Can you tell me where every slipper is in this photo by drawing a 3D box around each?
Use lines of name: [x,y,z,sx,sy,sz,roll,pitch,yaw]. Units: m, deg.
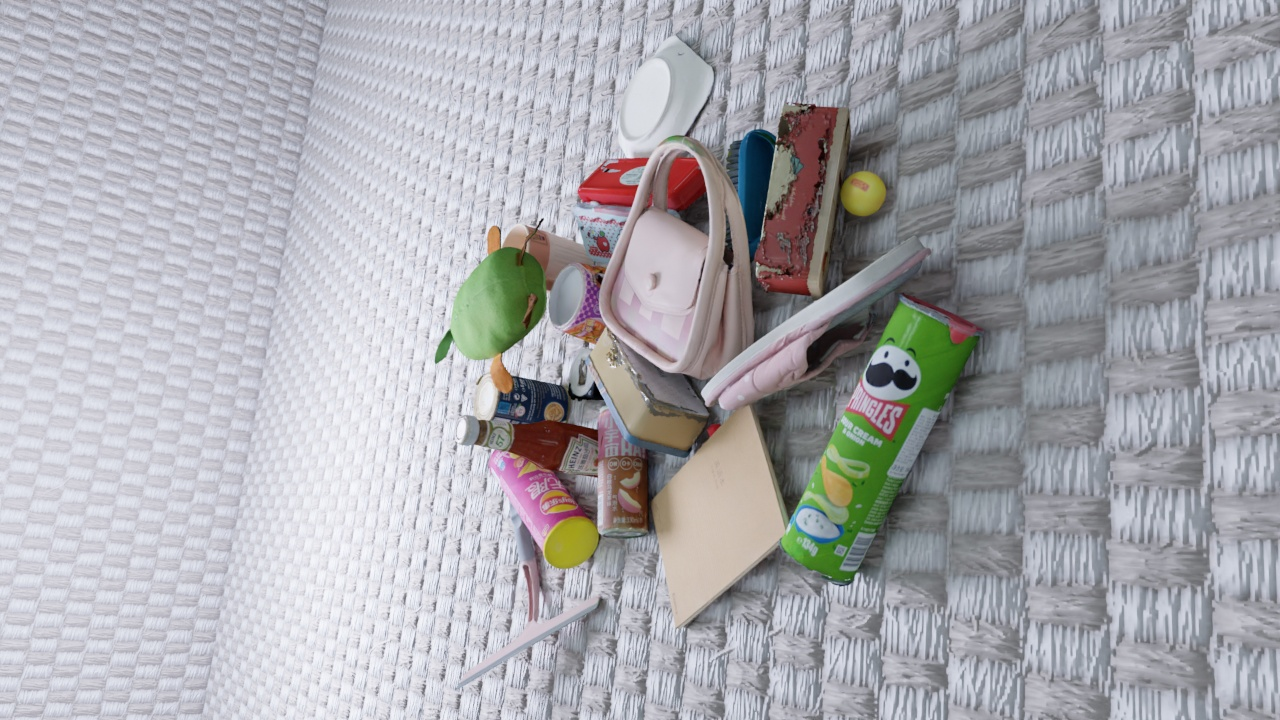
slipper: [0.152,-0.018,0.810,0.054,0.113,0.275,55,136,6]

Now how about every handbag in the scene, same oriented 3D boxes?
handbag: [0.042,-0.115,0.952,0.193,0.093,0.234,40,130,51]

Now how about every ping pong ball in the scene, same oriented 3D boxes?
ping pong ball: [0.202,-0.152,0.834,0.040,0.040,0.040,-24,59,50]

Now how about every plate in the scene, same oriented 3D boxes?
plate: [0.017,-0.325,1.168,0.164,0.034,0.164,-59,39,24]

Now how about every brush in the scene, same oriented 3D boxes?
brush: [0.125,-0.172,0.940,0.074,0.055,0.143,-17,65,52]

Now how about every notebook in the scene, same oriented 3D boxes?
notebook: [0.073,0.156,0.919,0.212,0.012,0.149,-53,38,43]

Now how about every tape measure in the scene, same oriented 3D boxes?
tape measure: [-0.061,0.018,1.164,0.066,0.033,0.066,-5,75,53]

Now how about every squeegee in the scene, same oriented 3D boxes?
squeegee: [-0.151,0.270,1.203,0.248,0.040,0.249,-36,44,24]

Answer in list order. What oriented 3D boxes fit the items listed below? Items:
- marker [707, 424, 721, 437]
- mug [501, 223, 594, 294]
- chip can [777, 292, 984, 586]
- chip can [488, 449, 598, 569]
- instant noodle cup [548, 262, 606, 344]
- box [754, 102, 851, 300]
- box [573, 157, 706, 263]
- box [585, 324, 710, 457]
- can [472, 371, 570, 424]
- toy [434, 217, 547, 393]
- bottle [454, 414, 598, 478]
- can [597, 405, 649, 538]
marker: [0.092,0.128,0.920,0.017,0.017,0.145,-46,45,37]
mug: [-0.121,-0.124,1.234,0.082,0.105,0.114,-61,37,21]
chip can: [0.193,0.066,0.747,0.072,0.072,0.236,42,114,53]
chip can: [-0.128,0.177,1.173,0.210,0.071,0.071,42,113,53]
instant noodle cup: [-0.051,-0.068,1.122,0.112,0.099,0.111,-24,59,48]
box: [0.144,-0.148,0.852,0.076,0.091,0.168,9,85,16]
box: [0.005,-0.177,1.121,0.118,0.098,0.202,-48,35,-21]
box: [0.008,0.033,1.005,0.061,0.089,0.184,-59,31,23]
can: [-0.159,0.059,1.221,0.075,0.111,0.075,-24,60,50]
toy: [-0.177,-0.070,1.156,0.247,0.089,0.226,-30,57,51]
bottle: [-0.115,0.096,1.060,0.060,0.205,0.059,-24,59,48]
can: [-0.020,0.126,1.045,0.058,0.057,0.147,-25,59,49]
